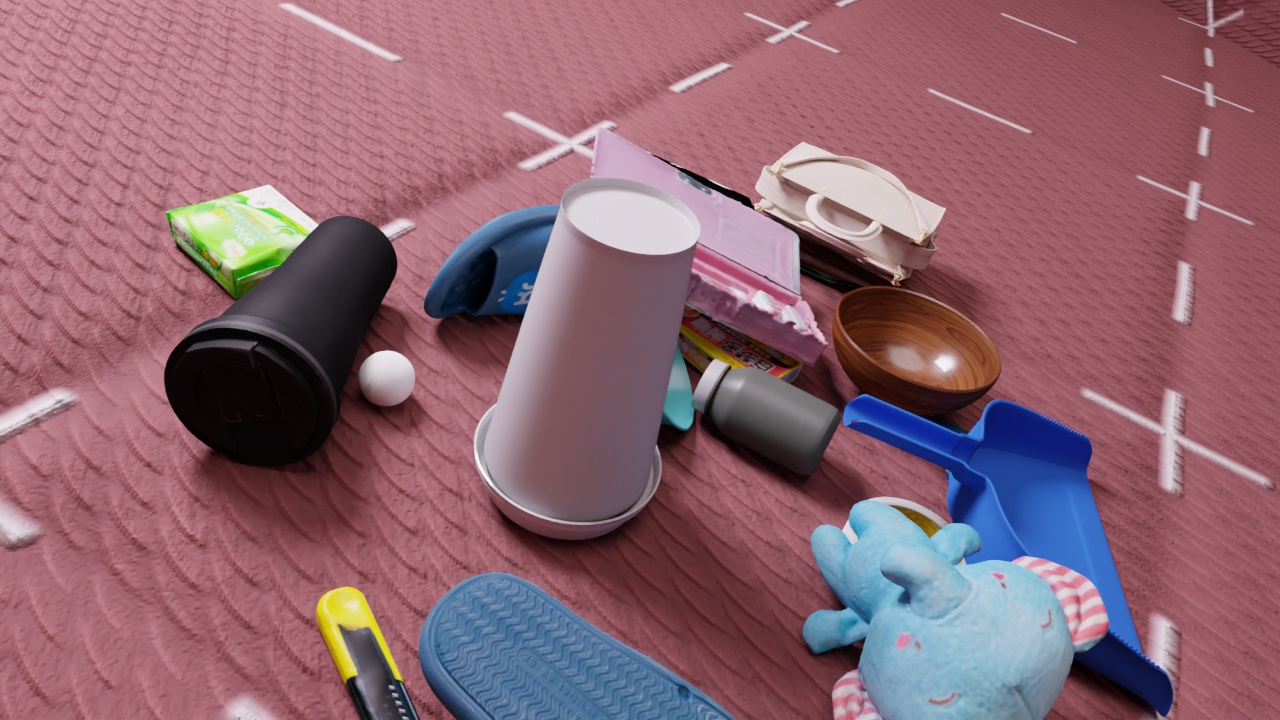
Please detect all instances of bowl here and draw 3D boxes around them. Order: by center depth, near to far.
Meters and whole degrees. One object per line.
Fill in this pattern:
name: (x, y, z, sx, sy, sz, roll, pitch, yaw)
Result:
bowl: (-0.004, 0.004, 0.720, 0.046, 0.121, 0.120, -21, 35, 17)
bowl: (0.232, 0.004, 0.809, 0.147, 0.069, 0.147, 10, 37, -8)

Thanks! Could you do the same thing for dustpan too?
dustpan: (0.261, 0.101, 0.680, 0.257, 0.060, 0.244, 23, 37, -5)

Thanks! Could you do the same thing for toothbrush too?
toothbrush: (0.181, -0.091, 0.959, 0.188, 0.017, 0.014, 26, 34, 16)

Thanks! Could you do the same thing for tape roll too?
tape roll: (0.193, 0.140, 0.667, 0.094, 0.019, 0.093, 10, 38, -8)

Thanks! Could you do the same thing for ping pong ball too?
ping pong ball: (-0.184, 0.013, 0.666, 0.040, 0.040, 0.040, 10, 38, -8)

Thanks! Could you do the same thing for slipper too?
slipper: (-0.027, 0.199, 0.482, 0.214, 0.059, 0.103, 36, 50, 6)
slipper: (-0.086, -0.084, 0.776, 0.213, 0.104, 0.059, -24, 65, -38)

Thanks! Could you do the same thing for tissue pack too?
tissue pack: (-0.322, -0.102, 0.766, 0.114, 0.034, 0.099, 36, 43, 26)

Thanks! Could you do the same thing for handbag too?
handbag: (0.207, -0.146, 0.937, 0.195, 0.101, 0.197, 29, 25, 12)

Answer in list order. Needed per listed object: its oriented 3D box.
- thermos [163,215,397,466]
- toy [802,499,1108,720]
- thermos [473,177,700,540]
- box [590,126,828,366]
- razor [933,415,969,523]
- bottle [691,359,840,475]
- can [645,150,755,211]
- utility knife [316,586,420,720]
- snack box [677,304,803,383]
thermos: (-0.239, -0.027, 0.654, 0.106, 0.106, 0.218, 13, 33, -4)
toy: (0.177, 0.151, 0.567, 0.183, 0.115, 0.180, -31, 49, -7)
thermos: (-0.031, 0.001, 0.589, 0.131, 0.222, 0.131, 10, 38, -8)
box: (0.051, -0.096, 0.799, 0.232, 0.051, 0.180, 25, 36, -21)
razor: (0.255, 0.100, 0.741, 0.044, 0.018, 0.140, 26, 39, -4)
bottle: (0.097, 0.042, 0.720, 0.108, 0.060, 0.060, 27, 39, 13)
can: (0.035, -0.152, 0.922, 0.146, 0.080, 0.080, 27, 39, 13)
utility knife: (-0.127, 0.195, 0.481, 0.028, 0.020, 0.186, -16, 49, -33)
snack box: (0.065, -0.023, 0.811, 0.152, 0.025, 0.075, 41, 43, 23)
